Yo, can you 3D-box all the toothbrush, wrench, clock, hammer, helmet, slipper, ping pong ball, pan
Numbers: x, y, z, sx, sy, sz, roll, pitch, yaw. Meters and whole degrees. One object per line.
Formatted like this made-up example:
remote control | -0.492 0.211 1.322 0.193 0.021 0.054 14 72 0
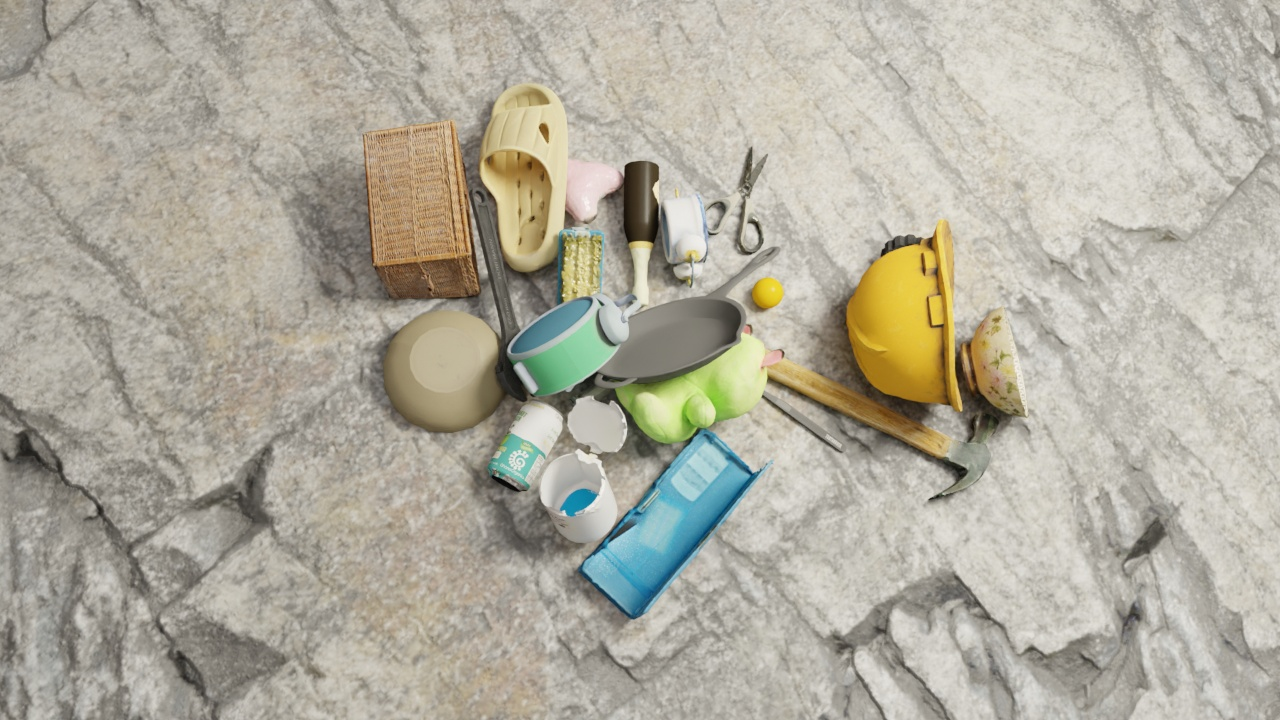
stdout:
toothbrush | 0.190 0.065 1.158 0.167 0.013 0.012 36 70 1
wrench | -0.170 -0.082 1.114 0.073 0.018 0.273 -4 76 -53
toothbrush | -0.007 0.007 1.140 0.185 0.022 0.024 -34 98 -16
clock | 0.058 -0.152 1.164 0.052 0.089 0.125 -7 66 -5
clock | -0.069 -0.025 1.053 0.161 0.122 0.075 -32 110 -2
hammer | 0.285 0.065 1.163 0.330 0.033 0.132 25 72 1
helmet | 0.324 -0.052 1.137 0.131 0.205 0.254 -4 44 19
slipper | -0.149 -0.241 1.149 0.111 0.079 0.261 -10 75 21
ping pong ball | 0.165 -0.087 1.186 0.040 0.040 0.040 2 72 -8
pan | 0.073 -0.053 1.124 0.353 0.217 0.024 -40 122 -36

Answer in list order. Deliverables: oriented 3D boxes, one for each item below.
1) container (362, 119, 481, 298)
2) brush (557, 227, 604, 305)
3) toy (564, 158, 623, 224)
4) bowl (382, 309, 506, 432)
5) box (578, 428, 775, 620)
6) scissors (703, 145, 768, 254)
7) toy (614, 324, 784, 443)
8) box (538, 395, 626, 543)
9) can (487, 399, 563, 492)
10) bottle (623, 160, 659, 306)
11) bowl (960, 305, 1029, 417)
container | -0.264 -0.179 1.112 0.112 0.114 0.198 -7 72 -6
brush | -0.076 -0.094 1.137 0.055 0.075 0.136 1 104 -8
toy | -0.080 -0.229 1.187 0.096 0.053 0.098 31 62 8
bowl | -0.231 0.006 1.091 0.152 0.050 0.152 2 72 -8
box | 0.041 0.178 1.045 0.094 0.112 0.231 43 71 5
scissors | 0.144 -0.213 1.237 0.164 0.013 0.150 -30 85 -27
toy | 0.073 0.031 1.097 0.196 0.150 0.107 -16 113 -15
box | -0.059 0.123 1.028 0.084 0.147 0.136 27 69 20
can | -0.134 0.100 1.074 0.055 0.055 0.101 28 71 1
bottle | 0.001 -0.161 1.177 0.045 0.045 0.184 1 84 -8
bowl | 0.448 0.007 1.171 0.063 0.145 0.145 -13 71 25
